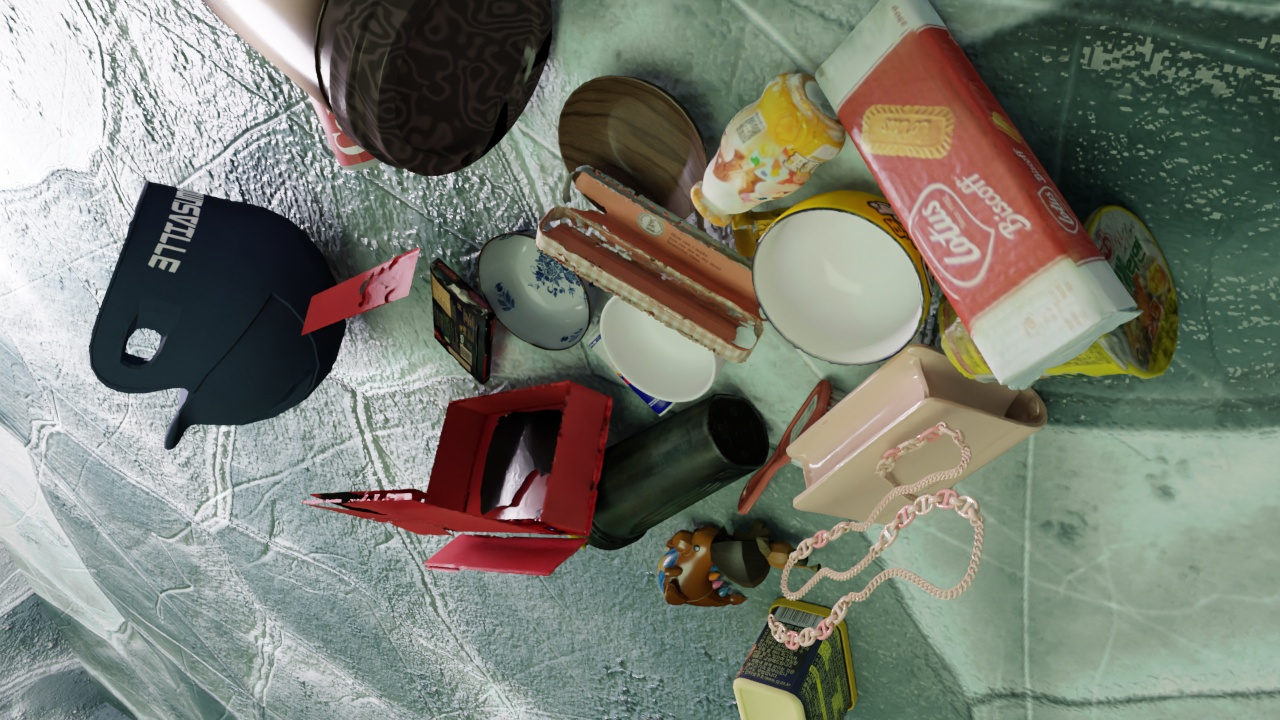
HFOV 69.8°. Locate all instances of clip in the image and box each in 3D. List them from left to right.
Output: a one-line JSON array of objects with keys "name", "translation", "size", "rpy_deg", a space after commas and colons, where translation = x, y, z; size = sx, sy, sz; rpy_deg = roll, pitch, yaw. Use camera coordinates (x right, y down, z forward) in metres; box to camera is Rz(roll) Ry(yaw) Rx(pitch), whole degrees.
[{"name": "clip", "translation": [0.085, -0.093, 0.649], "size": [0.048, 0.054, 0.045], "rpy_deg": [23, 116, -13]}]

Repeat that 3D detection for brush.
[{"name": "brush", "translation": [0.125, 0.080, 0.757], "size": [0.030, 0.040, 0.173], "rpy_deg": [23, 136, -4]}]

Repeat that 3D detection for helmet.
[{"name": "helmet", "translation": [-0.421, -0.031, 0.930], "size": [0.223, 0.232, 0.273], "rpy_deg": [21, 122, -30]}]

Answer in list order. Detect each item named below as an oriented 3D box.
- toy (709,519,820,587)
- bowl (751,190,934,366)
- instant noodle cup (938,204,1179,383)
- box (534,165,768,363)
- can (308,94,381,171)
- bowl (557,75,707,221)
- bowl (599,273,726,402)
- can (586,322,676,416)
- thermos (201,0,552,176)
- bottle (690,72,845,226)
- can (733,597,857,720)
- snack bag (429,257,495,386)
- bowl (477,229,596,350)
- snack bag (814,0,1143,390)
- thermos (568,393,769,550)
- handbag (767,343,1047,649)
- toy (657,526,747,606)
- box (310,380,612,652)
[{"name": "toy", "translation": [0.113, 0.175, 0.827], "size": [0.100, 0.062, 0.076], "rpy_deg": [1, 160, 29]}, {"name": "bowl", "translation": [0.140, -0.062, 0.611], "size": [0.117, 0.067, 0.117], "rpy_deg": [20, 132, 23]}, {"name": "instant noodle cup", "translation": [0.243, -0.029, 0.549], "size": [0.108, 0.102, 0.102], "rpy_deg": [-18, 111, 53]}, {"name": "box", "translation": [0.014, -0.068, 0.667], "size": [0.187, 0.054, 0.079], "rpy_deg": [30, 103, 5]}, {"name": "can", "translation": [-0.249, -0.216, 0.786], "size": [0.054, 0.053, 0.097], "rpy_deg": [4, 124, 34]}, {"name": "bowl", "translation": [0.000, -0.155, 0.663], "size": [0.119, 0.032, 0.119], "rpy_deg": [19, 136, 19]}, {"name": "bowl", "translation": [0.025, -0.024, 0.736], "size": [0.105, 0.054, 0.105], "rpy_deg": [20, 134, 22]}, {"name": "can", "translation": [-0.005, 0.005, 0.794], "size": [0.095, 0.032, 0.032], "rpy_deg": [45, 137, -2]}, {"name": "thermos", "translation": [-0.200, -0.255, 0.645], "size": [0.226, 0.172, 0.173], "rpy_deg": [35, 137, 18]}, {"name": "bottle", "translation": [0.080, -0.133, 0.596], "size": [0.063, 0.063, 0.109], "rpy_deg": [48, 128, -5]}, {"name": "can", "translation": [0.148, 0.314, 0.872], "size": [0.075, 0.104, 0.135], "rpy_deg": [6, 126, 33]}, {"name": "snack bag", "translation": [-0.168, -0.032, 0.861], "size": [0.074, 0.018, 0.155], "rpy_deg": [43, 155, 9]}, {"name": "bowl", "translation": [-0.080, -0.068, 0.783], "size": [0.114, 0.045, 0.114], "rpy_deg": [20, 132, 23]}, {"name": "snack bag", "translation": [0.177, -0.098, 0.508], "size": [0.078, 0.041, 0.225], "rpy_deg": [-46, 60, 46]}, {"name": "thermos", "translation": [0.011, 0.102, 0.817], "size": [0.098, 0.097, 0.221], "rpy_deg": [50, 133, -7]}, {"name": "handbag", "translation": [0.187, 0.110, 0.625], "size": [0.116, 0.186, 0.199], "rpy_deg": [19, 138, -22]}, {"name": "toy", "translation": [0.068, 0.204, 0.897], "size": [0.103, 0.070, 0.090], "rpy_deg": [23, 124, -11]}, {"name": "box", "translation": [-0.178, 0.192, 0.797], "size": [0.212, 0.408, 0.107], "rpy_deg": [-9, 130, 47]}]
